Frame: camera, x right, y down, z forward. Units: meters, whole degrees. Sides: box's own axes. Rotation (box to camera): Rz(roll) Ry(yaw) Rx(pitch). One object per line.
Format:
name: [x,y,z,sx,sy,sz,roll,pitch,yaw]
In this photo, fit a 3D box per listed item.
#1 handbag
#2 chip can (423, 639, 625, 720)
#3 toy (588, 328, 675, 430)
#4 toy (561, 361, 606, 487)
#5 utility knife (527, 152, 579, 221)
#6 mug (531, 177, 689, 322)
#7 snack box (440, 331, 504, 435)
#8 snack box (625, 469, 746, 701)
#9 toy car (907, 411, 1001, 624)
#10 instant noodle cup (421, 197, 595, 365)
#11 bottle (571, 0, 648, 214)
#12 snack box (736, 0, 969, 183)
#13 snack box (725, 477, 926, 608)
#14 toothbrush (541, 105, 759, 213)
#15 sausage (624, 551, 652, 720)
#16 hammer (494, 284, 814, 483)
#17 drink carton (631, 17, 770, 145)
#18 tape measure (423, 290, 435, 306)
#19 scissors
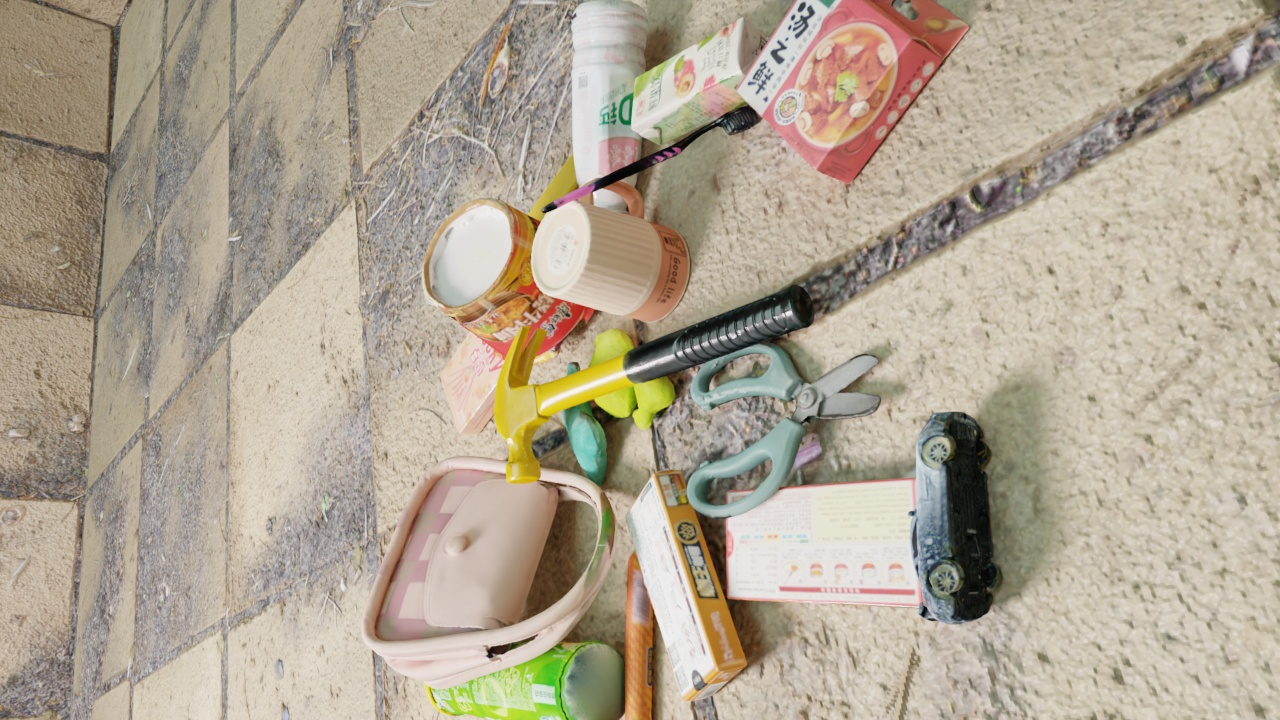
handbag: [-0.114,0.172,0.783,0.235,0.093,0.192,-13,45,34]
chip can: [-0.101,0.276,0.787,0.222,0.072,0.072,-16,70,46]
toy: [-0.012,0.015,0.774,0.100,0.031,0.096,-22,67,43]
toy: [-0.052,0.051,0.800,0.092,0.030,0.097,-120,24,-47]
utility knife: [-0.053,-0.188,0.876,0.217,0.015,0.033,-48,68,28]
mug: [-0.025,-0.096,0.756,0.082,0.105,0.114,-15,71,46]
snack box: [-0.150,-0.004,0.939,0.158,0.026,0.084,-50,49,29]
snack box: [0.030,0.165,0.680,0.075,0.026,0.153,117,142,-50]
toy car: [0.177,0.089,0.526,0.037,0.054,0.120,-8,75,46]
instant noodle cup: [-0.124,-0.077,0.836,0.138,0.108,0.137,-14,63,30]
bottle: [-0.030,-0.210,0.810,0.068,0.068,0.197,7,97,49]
snack box: [0.141,-0.208,0.638,0.127,0.044,0.113,-55,47,25]
snack box: [0.121,0.120,0.603,0.156,0.027,0.077,-13,72,47]
toothbrush: [0.009,-0.153,0.712,0.189,0.014,0.017,-27,69,-8]
sausage: [-0.001,0.228,0.723,0.022,0.021,0.165,-11,73,47]
hammer: [-0.004,0.004,0.718,0.302,0.032,0.128,-20,72,34]
drink carton: [0.049,-0.223,0.745,0.123,0.045,0.053,-16,65,45]
tape measure: [-0.214,-0.090,1.024,0.066,0.033,0.066,6,84,51]
scissors: [0.090,0.052,0.639,0.177,0.019,0.170,2,67,48]
